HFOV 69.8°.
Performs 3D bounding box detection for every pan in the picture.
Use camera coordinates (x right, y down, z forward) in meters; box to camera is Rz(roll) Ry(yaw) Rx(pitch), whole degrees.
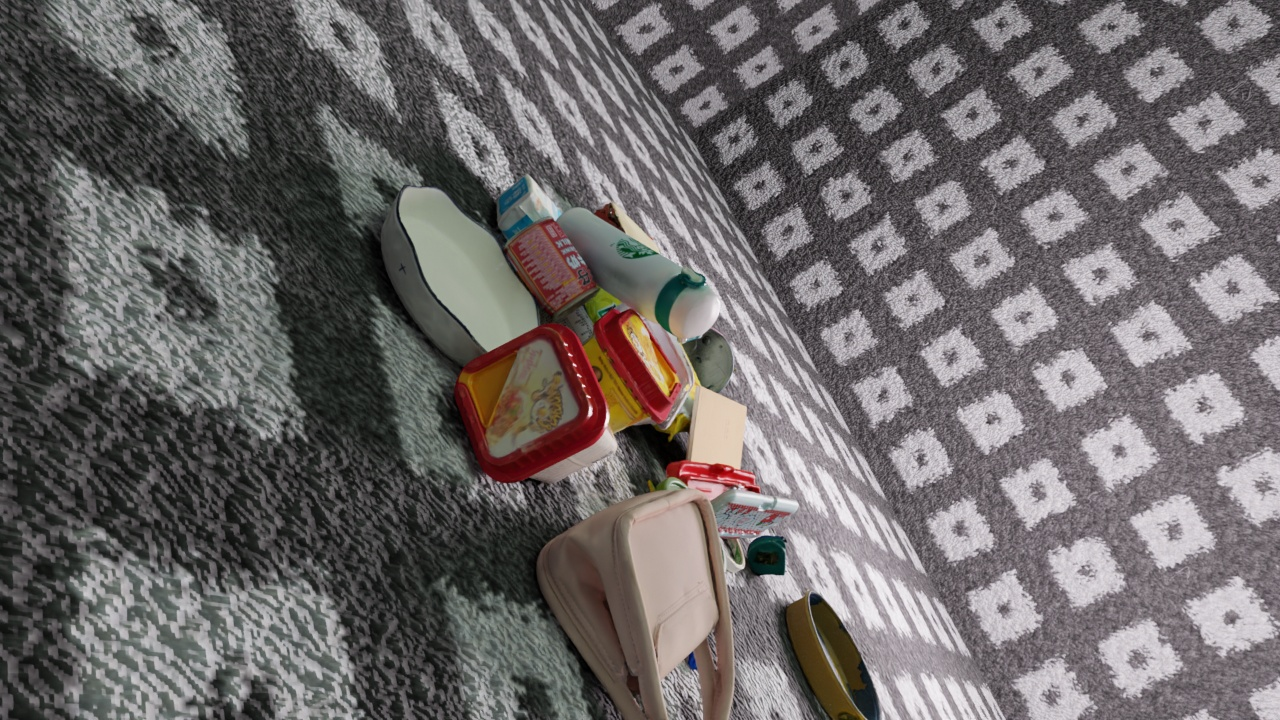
[{"bbox_3d":[0.290,0.453,1.199,0.198,0.078,0.356,48,18,-31],"label":"pan"}]

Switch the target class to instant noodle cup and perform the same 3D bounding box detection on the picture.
[{"bbox_3d":[-0.006,0.006,1.063,0.138,0.060,0.174,63,-18,17],"label":"instant noodle cup"},{"bbox_3d":[-0.081,0.048,0.793,0.116,0.117,0.124,65,4,24],"label":"instant noodle cup"},{"bbox_3d":[-0.039,0.025,0.918,0.116,0.124,0.116,57,15,-6],"label":"instant noodle cup"}]

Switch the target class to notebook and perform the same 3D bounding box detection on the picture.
[{"bbox_3d":[0.102,0.121,1.228,0.211,0.012,0.149,24,72,-65],"label":"notebook"}]

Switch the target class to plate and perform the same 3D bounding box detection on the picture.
[{"bbox_3d":[-0.166,-0.069,0.859,0.205,0.046,0.204,51,17,-22],"label":"plate"}]

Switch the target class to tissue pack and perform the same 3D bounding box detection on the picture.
[{"bbox_3d":[-0.129,-0.163,1.106,0.090,0.063,0.140,49,8,-24],"label":"tissue pack"}]

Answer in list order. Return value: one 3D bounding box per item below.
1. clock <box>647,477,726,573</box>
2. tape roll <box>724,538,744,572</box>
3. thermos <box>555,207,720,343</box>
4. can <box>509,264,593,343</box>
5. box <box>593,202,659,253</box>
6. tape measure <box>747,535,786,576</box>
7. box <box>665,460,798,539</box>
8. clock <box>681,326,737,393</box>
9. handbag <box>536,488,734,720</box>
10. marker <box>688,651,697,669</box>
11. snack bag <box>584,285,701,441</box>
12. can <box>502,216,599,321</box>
[{"bbox_3d":[0.036,0.193,0.956,0.116,0.056,0.161,53,16,-15],"label":"clock"},{"bbox_3d":[0.106,0.231,1.180,0.086,0.014,0.085,52,17,-23],"label":"tape roll"},{"bbox_3d":[-0.007,-0.095,0.973,0.224,0.073,0.073,36,-2,39],"label":"thermos"},{"bbox_3d":[-0.093,-0.051,1.025,0.146,0.058,0.058,58,15,2],"label":"can"},{"bbox_3d":[-0.015,-0.186,1.494,0.168,0.077,0.091,35,28,-56],"label":"box"},{"bbox_3d":[0.172,0.265,1.243,0.025,0.054,0.058,-81,169,-71],"label":"tape measure"},{"bbox_3d":[0.120,0.173,1.118,0.201,0.098,0.095,19,69,-55],"label":"box"},{"bbox_3d":[0.065,-0.017,1.350,0.158,0.117,0.059,55,5,-19],"label":"clock"},{"bbox_3d":[0.020,0.233,0.784,0.193,0.094,0.234,-8,78,-64],"label":"handbag"},{"bbox_3d":[0.059,0.267,0.958,0.017,0.017,0.145,53,16,-16],"label":"marker"},{"bbox_3d":[0.013,0.001,1.234,0.246,0.068,0.158,63,16,16],"label":"snack bag"},{"bbox_3d":[-0.093,-0.095,0.966,0.094,0.067,0.066,55,15,2],"label":"can"}]
